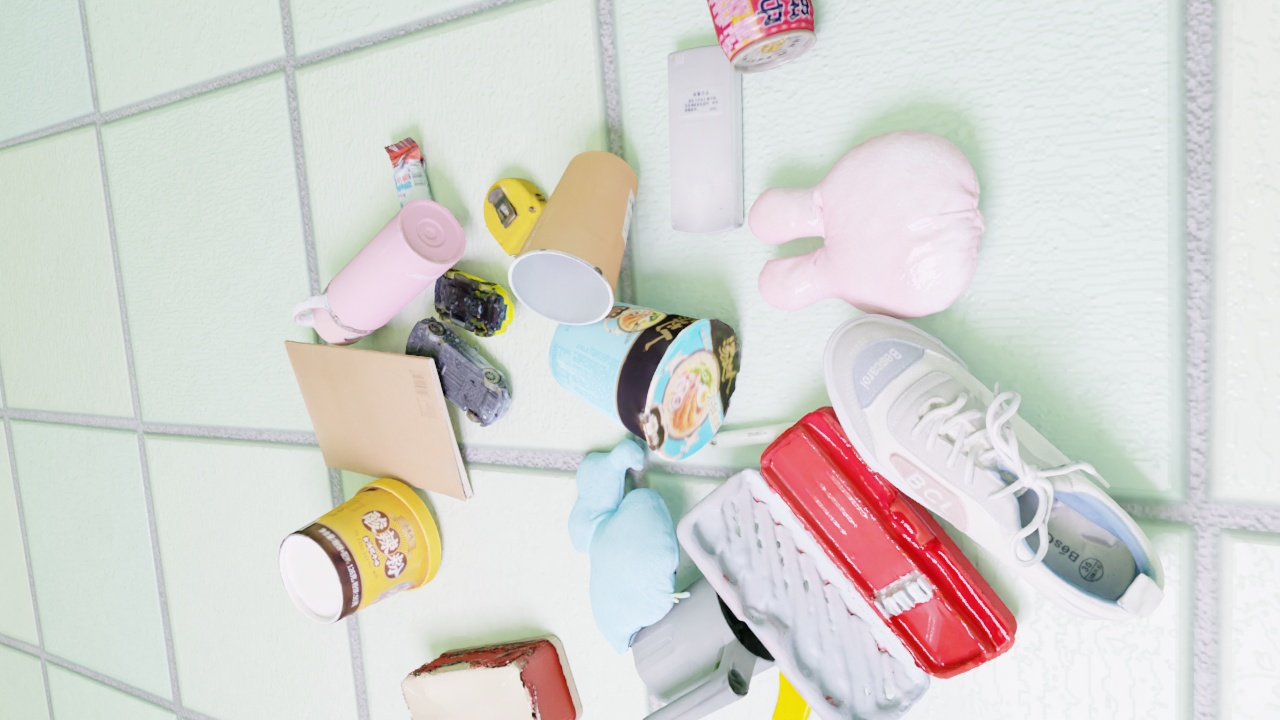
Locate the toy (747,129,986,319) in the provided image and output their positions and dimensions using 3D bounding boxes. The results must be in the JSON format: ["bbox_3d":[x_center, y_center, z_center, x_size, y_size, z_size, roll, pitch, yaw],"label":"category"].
[{"bbox_3d":[0.146,-0.085,0.608,0.160,0.054,0.121,-4,97,36],"label":"toy"}]

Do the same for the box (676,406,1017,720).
[{"bbox_3d":[0.140,0.148,0.638,0.160,0.065,0.201,-42,80,17],"label":"box"}]

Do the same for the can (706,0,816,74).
[{"bbox_3d":[0.077,-0.250,0.619,0.067,0.066,0.094,-17,88,35],"label":"can"}]

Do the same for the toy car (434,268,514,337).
[{"bbox_3d":[-0.150,-0.053,0.828,0.105,0.032,0.048,21,109,42],"label":"toy car"}]

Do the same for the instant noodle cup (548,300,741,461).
[{"bbox_3d":[-0.004,0.004,0.700,0.120,0.111,0.111,23,110,36],"label":"instant noodle cup"}]

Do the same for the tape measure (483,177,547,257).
[{"bbox_3d":[-0.111,-0.128,0.790,0.057,0.028,0.060,52,121,17],"label":"tape measure"}]

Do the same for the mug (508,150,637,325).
[{"bbox_3d":[-0.043,-0.097,0.690,0.078,0.122,0.078,11,144,8],"label":"mug"}]

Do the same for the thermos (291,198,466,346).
[{"bbox_3d":[-0.249,-0.075,0.847,0.199,0.087,0.067,-28,71,41],"label":"thermos"}]

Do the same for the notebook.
[{"bbox_3d":[-0.262,0.056,0.906,0.212,0.012,0.150,6,118,33],"label":"notebook"}]

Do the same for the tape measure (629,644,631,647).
[{"bbox_3d":[-0.006,0.210,0.778,0.055,0.025,0.058,-43,74,32],"label":"tape measure"}]

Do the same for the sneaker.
[{"bbox_3d":[0.204,0.063,0.550,0.242,0.090,0.089,44,94,13],"label":"sneaker"}]

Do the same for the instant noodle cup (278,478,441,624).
[{"bbox_3d":[-0.276,0.189,0.895,0.119,0.114,0.118,11,110,32],"label":"instant noodle cup"}]

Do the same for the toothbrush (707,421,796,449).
[{"bbox_3d":[0.129,0.048,0.662,0.190,0.020,0.029,-11,86,35],"label":"toothbrush"}]

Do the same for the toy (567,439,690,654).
[{"bbox_3d":[-0.013,0.145,0.732,0.156,0.049,0.161,7,81,53],"label":"toy"}]

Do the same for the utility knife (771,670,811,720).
[{"bbox_3d":[0.116,0.272,0.712,0.033,0.015,0.154,26,113,35],"label":"utility knife"}]

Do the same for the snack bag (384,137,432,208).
[{"bbox_3d":[-0.212,-0.153,0.856,0.048,0.026,0.104,-7,94,43],"label":"snack bag"}]

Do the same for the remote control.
[{"bbox_3d":[0.048,-0.162,0.682,0.056,0.019,0.135,3,99,34],"label":"remote control"}]

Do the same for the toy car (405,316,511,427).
[{"bbox_3d":[-0.167,0.009,0.846,0.120,0.036,0.054,39,122,15],"label":"toy car"}]

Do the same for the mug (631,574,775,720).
[{"bbox_3d":[0.048,0.220,0.686,0.083,0.123,0.104,43,124,-7],"label":"mug"}]

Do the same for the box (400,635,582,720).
[{"bbox_3d":[-0.148,0.317,0.860,0.169,0.077,0.091,-20,87,34],"label":"box"}]
